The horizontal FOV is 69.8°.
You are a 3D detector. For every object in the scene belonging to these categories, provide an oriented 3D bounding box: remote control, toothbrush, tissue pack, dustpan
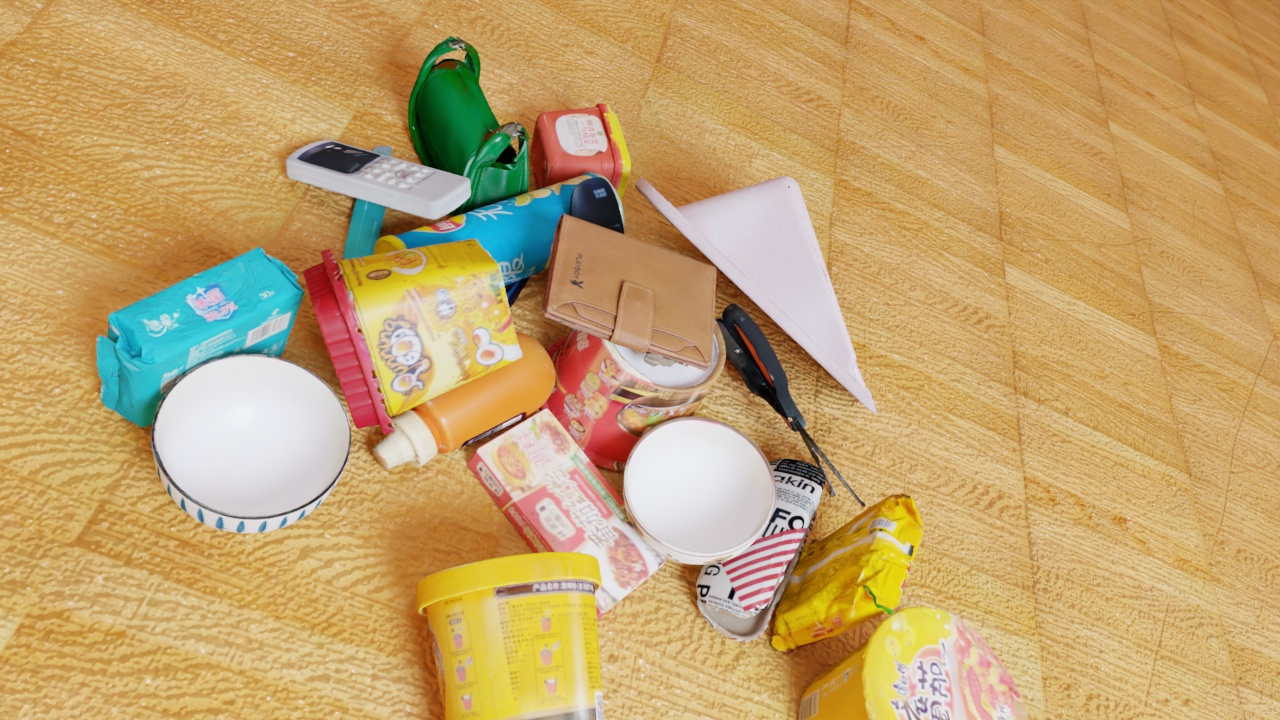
[{"bbox_3d":[-0.216,-0.152,0.755,0.150,0.021,0.058,18,36,14],"label":"remote control"},{"bbox_3d":[-0.113,-0.055,0.792,0.014,0.016,0.189,25,46,1],"label":"toothbrush"},{"bbox_3d":[-0.032,-0.088,0.786,0.053,0.136,0.024,-27,35,-35],"label":"remote control"},{"bbox_3d":[-0.294,-0.016,0.611,0.050,0.093,0.133,48,48,5],"label":"tissue pack"},{"bbox_3d":[0.103,-0.056,0.828,0.222,0.139,0.273,14,58,-77],"label":"dustpan"}]

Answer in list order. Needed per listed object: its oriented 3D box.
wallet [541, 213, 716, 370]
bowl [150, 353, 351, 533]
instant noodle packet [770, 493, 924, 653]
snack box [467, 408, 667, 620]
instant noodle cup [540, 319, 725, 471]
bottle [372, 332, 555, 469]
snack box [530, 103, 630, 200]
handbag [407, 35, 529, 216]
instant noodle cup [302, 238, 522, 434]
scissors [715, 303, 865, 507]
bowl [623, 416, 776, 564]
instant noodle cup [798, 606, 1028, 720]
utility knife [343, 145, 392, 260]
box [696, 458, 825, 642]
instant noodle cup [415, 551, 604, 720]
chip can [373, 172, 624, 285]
[{"bbox_3d":[-0.006,-0.051,0.688,0.131,0.031,0.107,18,49,-15],"label":"wallet"},{"bbox_3d":[-0.253,0.061,0.597,0.116,0.066,0.116,14,53,-20],"label":"bowl"},{"bbox_3d":[0.160,0.165,0.706,0.044,0.129,0.110,39,47,-5],"label":"instant noodle packet"},{"bbox_3d":[-0.055,0.114,0.694,0.075,0.026,0.153,-31,76,-40],"label":"snack box"},{"bbox_3d":[-0.004,0.004,0.743,0.137,0.109,0.137,14,52,-19],"label":"instant noodle cup"},{"bbox_3d":[-0.134,0.035,0.687,0.149,0.067,0.067,-35,78,-33],"label":"bottle"},{"bbox_3d":[-0.059,-0.194,0.875,0.080,0.082,0.091,-3,58,-19],"label":"snack box"},{"bbox_3d":[-0.146,-0.198,0.802,0.067,0.120,0.131,-16,69,-30],"label":"handbag"},{"bbox_3d":[-0.158,-0.027,0.646,0.123,0.116,0.116,-19,29,-16],"label":"instant noodle cup"},{"bbox_3d":[0.114,0.033,0.780,0.021,0.234,0.221,-34,38,-2],"label":"scissors"},{"bbox_3d":[0.041,0.106,0.695,0.113,0.062,0.113,2,56,-3],"label":"bowl"},{"bbox_3d":[0.189,0.263,0.664,0.138,0.110,0.137,14,52,-19],"label":"instant noodle cup"},{"bbox_3d":[-0.229,-0.130,0.781,0.029,0.013,0.166,16,49,-21],"label":"utility knife"},{"bbox_3d":[0.096,0.153,0.741,0.075,0.082,0.163,11,46,25],"label":"box"},{"bbox_3d":[-0.076,0.190,0.575,0.118,0.119,0.114,1,65,-28],"label":"instant noodle cup"},{"bbox_3d":[-0.113,-0.099,0.772,0.209,0.071,0.071,-26,73,-34],"label":"chip can"}]
